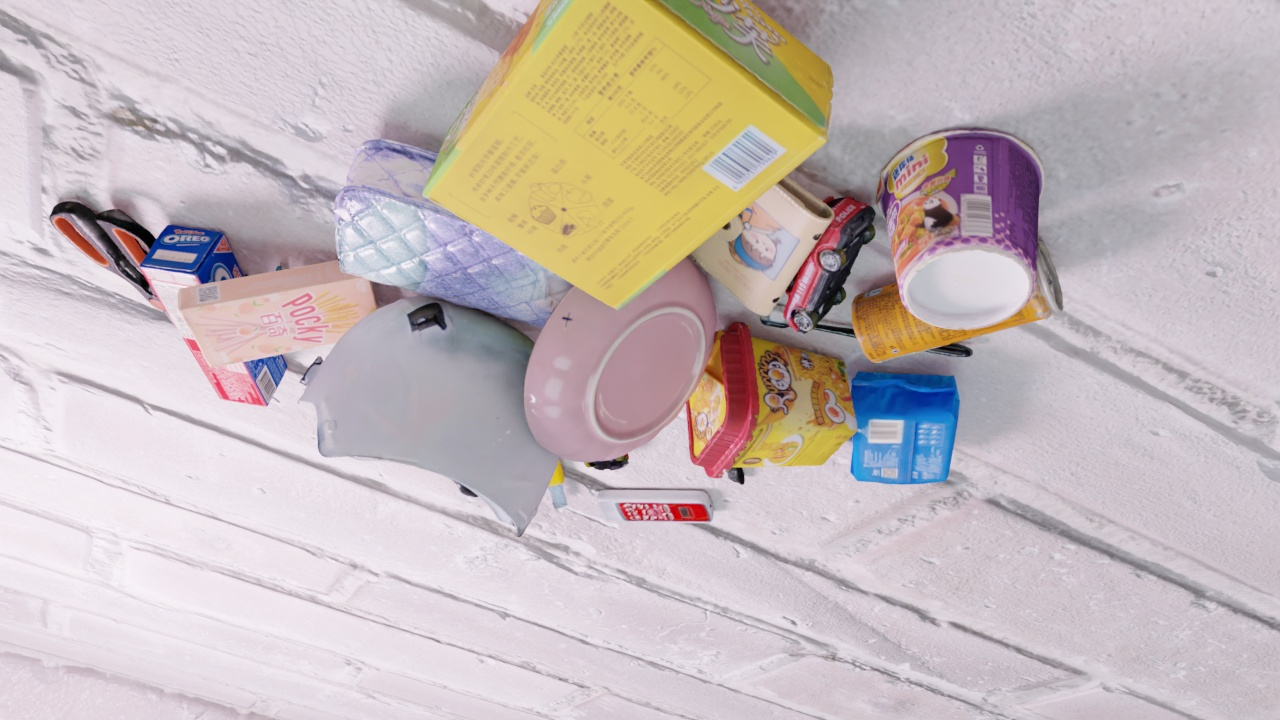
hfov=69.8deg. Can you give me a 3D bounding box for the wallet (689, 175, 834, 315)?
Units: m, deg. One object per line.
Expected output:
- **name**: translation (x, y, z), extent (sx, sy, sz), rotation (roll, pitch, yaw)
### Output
- **wallet**: translation (0.083, -0.094, 0.675), extent (0.087, 0.024, 0.115), rotation (39, 146, 9)

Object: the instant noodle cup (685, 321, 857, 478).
- **instant noodle cup**: translation (0.114, 0.041, 0.810), extent (0.123, 0.116, 0.116), rotation (8, 145, -15)

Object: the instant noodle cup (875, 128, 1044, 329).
- **instant noodle cup**: translation (0.218, -0.082, 0.620), extent (0.111, 0.099, 0.112), rotation (7, 145, 5)

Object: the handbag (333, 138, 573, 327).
- **handbag**: translation (-0.134, -0.093, 0.716), extent (0.194, 0.075, 0.134), rotation (17, 148, -7)

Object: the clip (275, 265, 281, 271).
- **clip**: translation (-0.327, -0.066, 0.852), extent (0.040, 0.014, 0.056), rotation (20, 141, -11)

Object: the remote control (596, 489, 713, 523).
- **remote control**: translation (0.017, 0.172, 1.080), extent (0.136, 0.020, 0.056), rotation (-2, 143, 16)

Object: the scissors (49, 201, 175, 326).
- **scissors**: translation (-0.478, -0.073, 0.883), extent (0.162, 0.021, 0.234), rotation (24, 149, -7)

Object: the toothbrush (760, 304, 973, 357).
- **toothbrush**: translation (0.192, -0.024, 0.775), extent (0.181, 0.015, 0.018), rotation (11, 135, 1)

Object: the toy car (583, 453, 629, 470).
- **toy car**: translation (-0.054, 0.083, 0.968), extent (0.049, 0.031, 0.106), rotation (-17, 135, 33)

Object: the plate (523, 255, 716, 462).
- **plate**: translation (-0.004, 0.004, 0.729), extent (0.039, 0.192, 0.192), rotation (35, 160, 37)

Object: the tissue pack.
- **tissue pack**: translation (0.241, 0.064, 0.849), extent (0.095, 0.052, 0.157), rotation (2, 143, 15)

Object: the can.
- **can**: translation (0.238, -0.043, 0.701), extent (0.146, 0.058, 0.058), rotation (-17, 136, 33)

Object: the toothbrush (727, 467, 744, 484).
- **toothbrush**: translation (0.077, 0.078, 0.944), extent (0.017, 0.014, 0.189), rotation (5, 145, 29)

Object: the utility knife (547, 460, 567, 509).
- **utility knife**: translation (-0.106, 0.112, 1.031), extent (0.033, 0.015, 0.207), rotation (3, 141, 9)

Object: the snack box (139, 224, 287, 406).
- **snack box**: translation (-0.398, -0.037, 0.872), extent (0.058, 0.057, 0.208), rotation (10, 144, 5)

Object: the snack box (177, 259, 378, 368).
- **snack box**: translation (-0.315, -0.043, 0.815), extent (0.157, 0.026, 0.085), rotation (-12, 146, -12)

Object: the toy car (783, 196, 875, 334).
- **toy car**: translation (0.138, -0.072, 0.693), extent (0.045, 0.052, 0.121), rotation (38, 144, 22)

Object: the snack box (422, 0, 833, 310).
- **snack box**: translation (-0.014, -0.137, 0.551), extent (0.157, 0.069, 0.211), rotation (30, 140, -22)

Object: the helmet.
- **helmet**: translation (-0.163, 0.023, 0.798), extent (0.229, 0.146, 0.258), rotation (28, -177, -18)
